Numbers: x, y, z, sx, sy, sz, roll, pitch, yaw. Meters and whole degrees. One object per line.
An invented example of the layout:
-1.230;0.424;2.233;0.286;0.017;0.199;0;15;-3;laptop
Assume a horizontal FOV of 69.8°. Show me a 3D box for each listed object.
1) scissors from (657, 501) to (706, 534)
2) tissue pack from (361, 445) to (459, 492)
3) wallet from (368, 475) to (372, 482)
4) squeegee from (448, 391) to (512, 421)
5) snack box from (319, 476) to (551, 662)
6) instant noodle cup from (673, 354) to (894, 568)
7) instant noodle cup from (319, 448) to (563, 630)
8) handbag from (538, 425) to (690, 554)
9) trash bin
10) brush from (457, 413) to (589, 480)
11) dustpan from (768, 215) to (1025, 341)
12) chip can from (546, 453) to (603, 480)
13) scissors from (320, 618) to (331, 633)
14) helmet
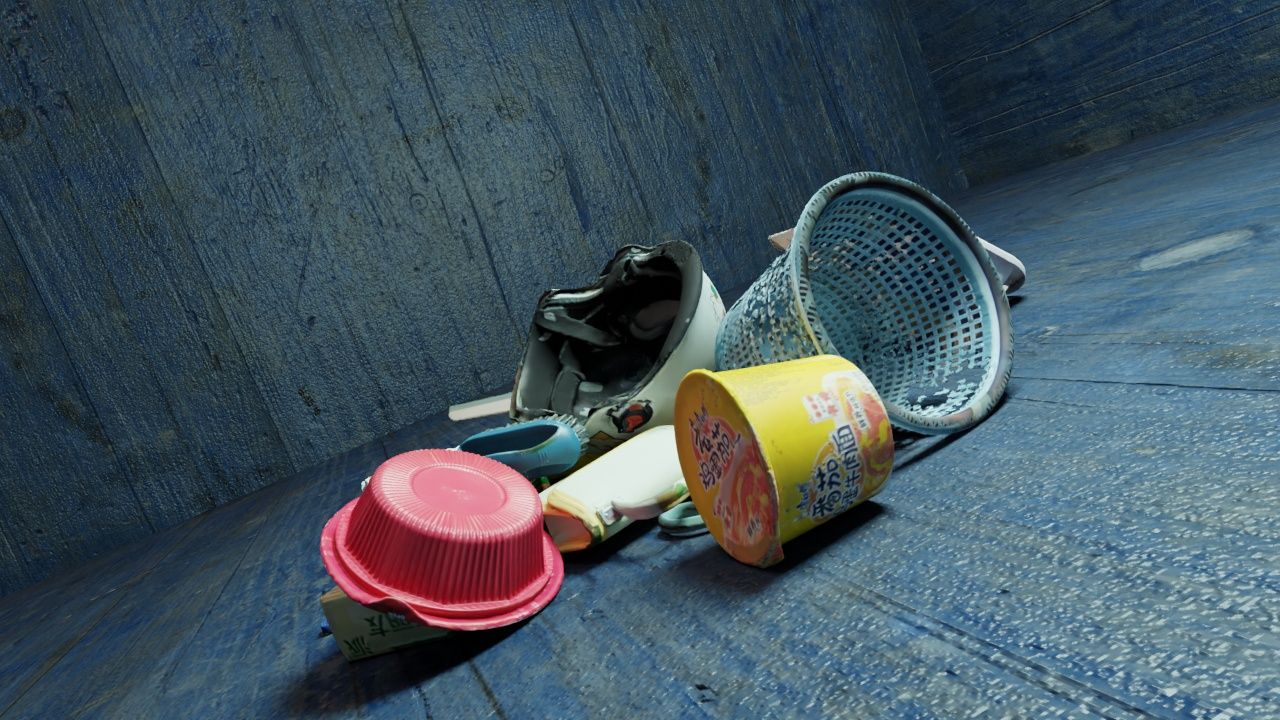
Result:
0.101;0.101;0.788;0.170;0.019;0.179;-21;5;17;scissors
-0.266;0.167;1.125;0.140;0.090;0.063;-21;-8;4;tissue pack
-0.250;0.169;1.045;0.119;0.035;0.130;-23;46;3;wallet
-0.149;0.096;1.075;0.248;0.040;0.249;-12;20;14;squeegee
-0.171;0.179;0.842;0.115;0.063;0.239;-19;7;21;snack box
0.102;0.061;0.648;0.109;0.138;0.138;-14;3;-22;instant noodle cup
-0.149;0.128;0.725;0.194;0.066;0.193;14;21;-6;instant noodle cup
-0.002;0.108;0.812;0.163;0.063;0.179;-27;3;-35;handbag
0.176;-0.021;0.816;0.226;0.226;0.196;-26;-6;-32;trash bin
-0.122;0.092;0.883;0.144;0.055;0.073;-13;9;27;brush
0.331;-0.129;1.134;0.138;0.273;0.223;-52;22;-23;dustpan
-0.094;0.109;1.144;0.214;0.072;0.071;-18;7;26;chip can
-0.245;0.224;0.914;0.157;0.012;0.165;-24;9;0;scissors
-0.006;0.006;0.990;0.275;0.157;0.229;-25;42;29;helmet
